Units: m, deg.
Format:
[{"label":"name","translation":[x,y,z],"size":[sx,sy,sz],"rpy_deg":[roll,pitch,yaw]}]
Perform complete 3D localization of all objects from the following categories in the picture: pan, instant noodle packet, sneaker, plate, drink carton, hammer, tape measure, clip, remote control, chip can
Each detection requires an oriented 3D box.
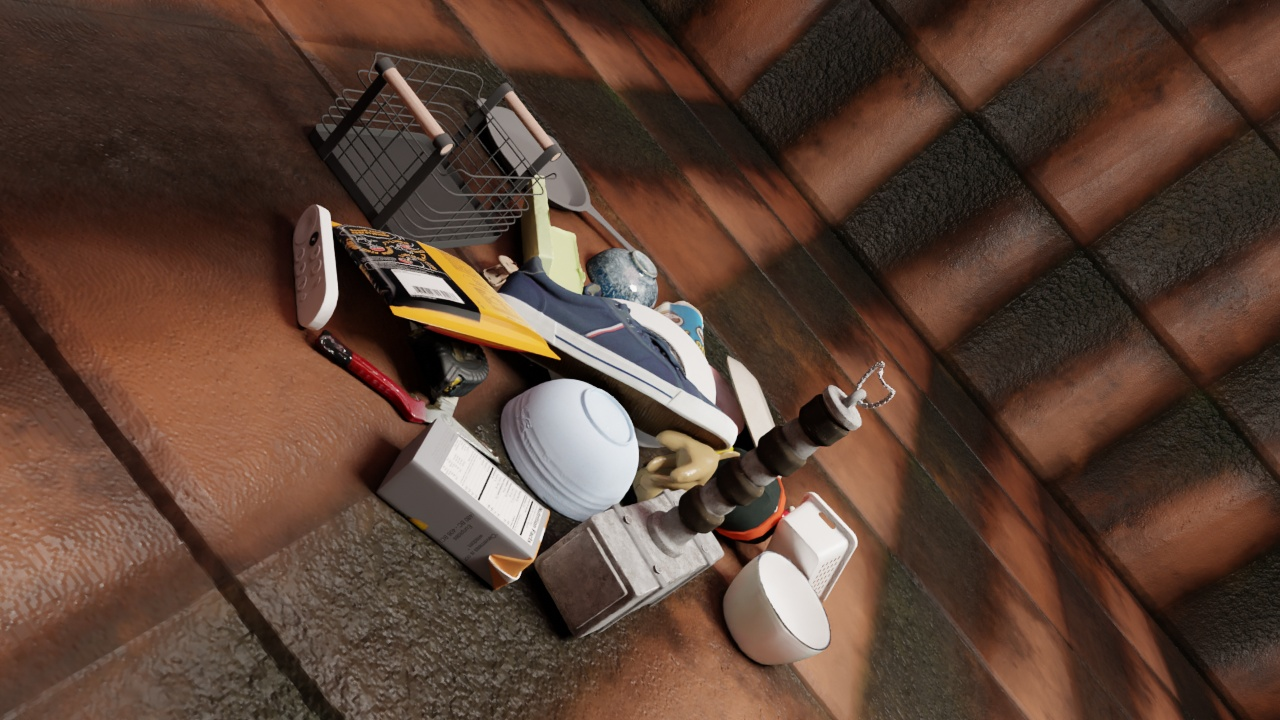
[{"label":"pan","translation":[-0.107,-0.242,1.332],"size":[0.354,0.024,0.216],"rpy_deg":[43,24,-14]},{"label":"instant noodle packet","translation":[-0.184,-0.067,0.833],"size":[0.159,0.032,0.221],"rpy_deg":[16,17,-40]},{"label":"sneaker","translation":[-0.014,-0.015,0.962],"size":[0.294,0.121,0.127],"rpy_deg":[33,67,-2]},{"label":"plate","translation":[0.161,0.078,1.235],"size":[0.188,0.027,0.188],"rpy_deg":[-20,89,-81]},{"label":"drink carton","translation":[-0.136,0.113,0.722],"size":[0.125,0.049,0.076],"rpy_deg":[43,24,-15]},{"label":"hammer","translation":[0.076,0.105,0.758],"size":[0.079,0.327,0.176],"rpy_deg":[57,25,16]},{"label":"tape measure","translation":[-0.165,0.000,0.814],"size":[0.062,0.038,0.067],"rpy_deg":[12,45,-56]},{"label":"clip","translation":[-0.151,-0.107,1.037],"size":[0.024,0.041,0.060],"rpy_deg":[51,29,-2]},{"label":"plate","translation":[-0.006,0.006,1.042],"size":[0.208,0.015,0.208],"rpy_deg":[15,48,-17]},{"label":"remote control","translation":[-0.275,-0.080,0.772],"size":[0.013,0.043,0.136],"rpy_deg":[26,33,-43]},{"label":"chip can","translation":[0.045,0.010,1.167],"size":[0.080,0.080,0.229],"rpy_deg":[39,26,-23]}]

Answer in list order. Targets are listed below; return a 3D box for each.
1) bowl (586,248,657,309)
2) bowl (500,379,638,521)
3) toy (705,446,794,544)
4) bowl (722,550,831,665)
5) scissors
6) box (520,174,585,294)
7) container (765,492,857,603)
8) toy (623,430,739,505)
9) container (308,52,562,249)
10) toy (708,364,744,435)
[{"label":"bowl","translation":[-0.013,-0.115,1.268],"size":[0.114,0.061,0.114],"rpy_deg":[40,25,-24]},{"label":"bowl","translation":[-0.055,0.074,0.891],"size":[0.150,0.075,0.150],"rpy_deg":[38,27,-24]},{"label":"toy","translation":[0.119,0.164,1.049],"size":[0.097,0.100,0.119],"rpy_deg":[-52,135,-24]},{"label":"bowl","translation":[0.137,0.265,0.957],"size":[0.116,0.066,0.116],"rpy_deg":[39,25,-23]},{"label":"scissors","translation":[-0.193,0.018,0.807],"size":[0.199,0.015,0.179],"rpy_deg":[39,26,-26]},{"label":"box","translation":[-0.116,-0.134,1.134],"size":[0.187,0.064,0.130],"rpy_deg":[-103,165,-46]},{"label":"container","translation":[0.183,0.220,1.035],"size":[0.049,0.129,0.080],"rpy_deg":[-20,52,-32]},{"label":"toy","translation":[0.039,0.128,0.951],"size":[0.105,0.108,0.134],"rpy_deg":[2,46,-24]},{"label":"container","translation":[-0.211,-0.226,0.991],"size":[0.163,0.130,0.240],"rpy_deg":[52,24,6]},{"label":"toy","translation":[0.108,0.054,1.244],"size":[0.108,0.053,0.105],"rpy_deg":[60,15,11]}]
